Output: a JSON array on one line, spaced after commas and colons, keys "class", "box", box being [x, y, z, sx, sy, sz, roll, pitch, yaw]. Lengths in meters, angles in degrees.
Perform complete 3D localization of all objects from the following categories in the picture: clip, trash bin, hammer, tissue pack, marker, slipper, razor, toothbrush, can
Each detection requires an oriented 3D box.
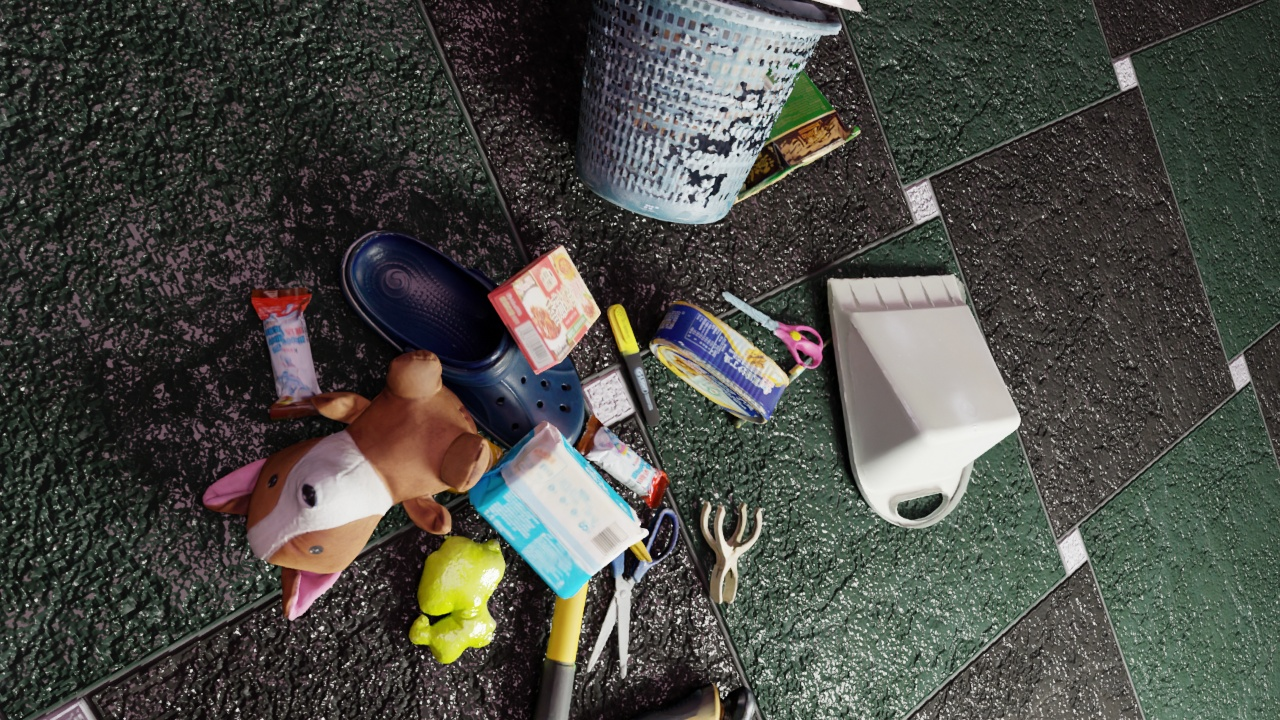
[{"class": "clip", "box": [0.077, 0.181, 0.905, 0.094, 0.035, 0.102, 36, 76, -27]}, {"class": "trash bin", "box": [0.035, -0.238, 0.811, 0.226, 0.226, 0.195, 0, 123, -30]}, {"class": "hammer", "box": [-0.070, 0.265, 0.806, 0.128, 0.033, 0.300, 13, 80, -17]}, {"class": "tissue pack", "box": [-0.069, 0.124, 0.758, 0.090, 0.063, 0.140, -40, 106, 2]}, {"class": "marker", "box": [-0.005, 0.005, 0.885, 0.018, 0.015, 0.124, -22, 97, -27]}, {"class": "slipper", "box": [-0.136, -0.019, 0.770, 0.253, 0.095, 0.105, 42, 69, -16]}, {"class": "razor", "box": [0.031, 0.346, 0.850, 0.167, 0.062, 0.067, -8, 59, -25]}, {"class": "toothbrush", "box": [0.162, 0.019, 0.982, 0.185, 0.012, 0.017, -37, 114, -28]}, {"class": "can", "box": [0.077, 0.004, 0.900, 0.148, 0.075, 0.049, 37, 72, -21]}]

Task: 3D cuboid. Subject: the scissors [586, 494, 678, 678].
[{"class": "scissors", "box": [-0.019, 0.203, 0.858, 0.165, 0.012, 0.155, -43, 107, -27]}]

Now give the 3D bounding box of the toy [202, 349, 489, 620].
[{"class": "toy", "box": [-0.215, 0.091, 0.694, 0.199, 0.130, 0.140, -32, 85, -8]}]

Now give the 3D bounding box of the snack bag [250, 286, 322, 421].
[{"class": "snack bag", "box": [-0.276, -0.006, 0.725, 0.048, 0.026, 0.104, -7, 88, -18]}]

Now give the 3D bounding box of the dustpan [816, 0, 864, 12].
[{"class": "dustpan", "box": [0.039, -0.389, 0.869, 0.273, 0.222, 0.139, 34, 104, -36]}]

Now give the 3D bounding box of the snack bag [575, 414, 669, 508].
[{"class": "snack bag", "box": [-0.015, 0.097, 0.862, 0.105, 0.026, 0.045, 39, 53, -18]}]

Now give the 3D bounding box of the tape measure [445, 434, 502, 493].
[{"class": "tape measure", "box": [-0.153, 0.085, 0.784, 0.060, 0.029, 0.057, 33, 72, -5]}]

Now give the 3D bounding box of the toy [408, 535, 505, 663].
[{"class": "toy", "box": [-0.154, 0.198, 0.771, 0.096, 0.031, 0.100, -21, 96, -28]}]

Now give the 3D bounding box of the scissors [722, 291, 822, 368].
[{"class": "scissors", "box": [0.140, -0.037, 0.969, 0.133, 0.017, 0.054, 31, 54, -16]}]

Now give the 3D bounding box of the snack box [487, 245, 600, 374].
[{"class": "snack box", "box": [-0.078, -0.048, 0.788, 0.075, 0.025, 0.152, 61, 18, -11]}]

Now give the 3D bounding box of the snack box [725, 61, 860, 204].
[{"class": "snack box", "box": [0.130, -0.238, 0.933, 0.118, 0.118, 0.105, -33, 96, -31]}]

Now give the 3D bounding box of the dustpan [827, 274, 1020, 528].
[{"class": "dustpan", "box": [0.308, 0.048, 1.057, 0.222, 0.143, 0.257, -5, 60, -33]}]
